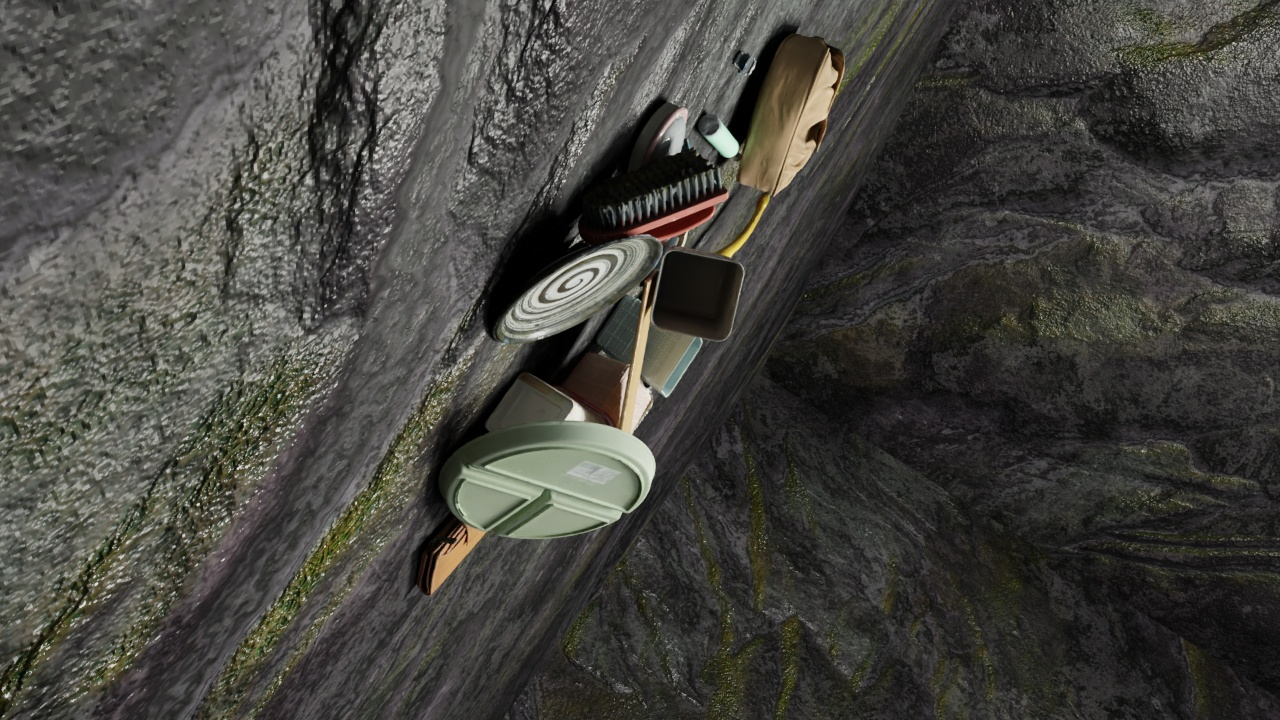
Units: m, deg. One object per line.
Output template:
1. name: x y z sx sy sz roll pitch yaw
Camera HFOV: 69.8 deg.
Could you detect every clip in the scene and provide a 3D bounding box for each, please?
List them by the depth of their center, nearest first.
1. clip: 0.123 -0.338 1.049 0.024 0.028 0.057 -59 179 15
2. clip: 0.051 -0.172 1.140 0.099 0.035 0.098 -48 163 -9

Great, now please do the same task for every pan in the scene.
1. pan: 0.102 -0.116 1.366 0.356 0.078 0.198 -68 -170 -18

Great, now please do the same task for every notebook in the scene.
1. notebook: -0.006 0.006 1.047 0.149 0.012 0.211 -67 167 -78

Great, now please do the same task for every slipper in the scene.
1. slipper: 0.014 -0.158 0.987 0.113 0.054 0.275 -50 167 -34

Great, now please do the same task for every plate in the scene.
1. plate: -0.062 -0.070 0.855 0.179 0.024 0.179 -29 168 -7
2. plate: -0.097 0.134 0.970 0.231 0.230 0.027 108 -22 -52

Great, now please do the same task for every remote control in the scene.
1. remote control: 0.043 -0.150 1.218 0.137 0.024 0.053 -62 166 24

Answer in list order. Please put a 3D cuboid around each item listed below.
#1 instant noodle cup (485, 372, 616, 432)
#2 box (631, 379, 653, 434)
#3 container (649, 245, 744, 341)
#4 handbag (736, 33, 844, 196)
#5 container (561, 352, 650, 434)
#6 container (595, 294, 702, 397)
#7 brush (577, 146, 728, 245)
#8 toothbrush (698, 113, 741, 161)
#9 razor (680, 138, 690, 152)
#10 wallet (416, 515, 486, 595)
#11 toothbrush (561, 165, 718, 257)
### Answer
1. instant noodle cup: -0.105 0.079 1.022 0.116 0.116 0.124 -55 157 -10
2. box: -0.031 0.091 1.264 0.161 0.075 0.085 -56 136 -21
3. container: 0.061 -0.081 1.035 0.114 0.090 0.090 -84 -174 -78
4. handbag: 0.198 -0.319 1.196 0.147 0.100 0.205 -59 170 -46
5. container: -0.054 0.059 1.165 0.110 0.090 0.090 -56 140 -21
6. container: 0.009 -0.022 1.202 0.090 0.111 0.090 -56 170 -3
7. brush: 0.008 -0.144 0.876 0.145 0.063 0.069 -24 135 -16
8. toothbrush: 0.105 -0.271 1.143 0.026 0.027 0.224 -55 169 11
9. razor: 0.053 -0.216 1.089 0.143 0.022 0.042 71 9 -80
10. wallet: -0.213 0.204 1.091 0.130 0.035 0.119 -49 172 -40
11. toothbrush: 0.003 -0.145 0.910 0.189 0.018 0.014 -32 131 -12
